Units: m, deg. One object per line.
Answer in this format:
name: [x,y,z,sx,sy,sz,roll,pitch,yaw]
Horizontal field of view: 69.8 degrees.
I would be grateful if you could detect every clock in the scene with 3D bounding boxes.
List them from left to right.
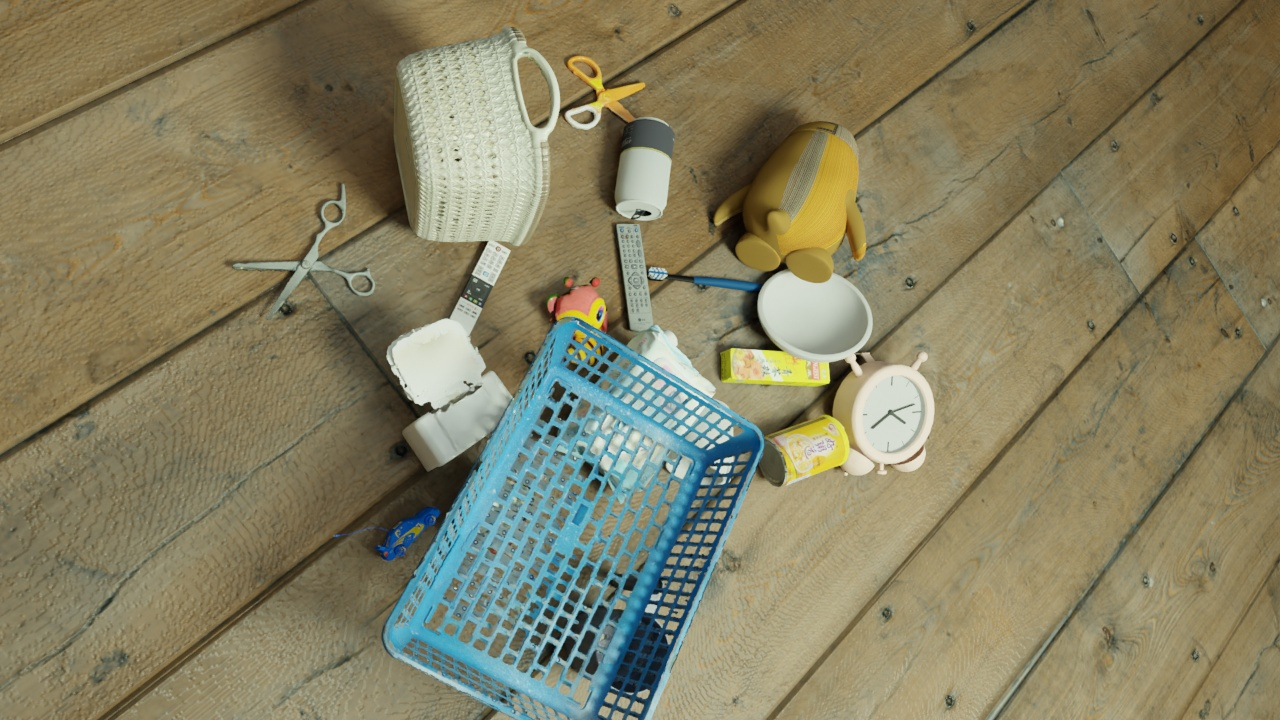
clock: [0.315,0.069,1.214,0.131,0.086,0.160,-1,90,-23]

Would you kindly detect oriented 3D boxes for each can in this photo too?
can: [-0.150,0.160,0.973,0.043,0.086,0.086,28,70,-17]
can: [0.004,-0.230,1.128,0.064,0.064,0.127,13,75,-22]
can: [0.203,0.113,1.151,0.104,0.068,0.067,-16,87,-26]

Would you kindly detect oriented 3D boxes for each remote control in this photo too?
remote control: [-0.186,-0.079,1.043,0.028,0.012,0.124,29,70,-17]
remote control: [-0.008,-0.102,1.126,0.033,0.013,0.136,-4,82,-24]

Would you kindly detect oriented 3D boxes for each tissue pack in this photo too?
tissue pack: [-0.005,0.062,1.049,0.112,0.070,0.181,46,72,-26]

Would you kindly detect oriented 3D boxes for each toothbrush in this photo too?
toothbrush: [0.085,-0.101,1.168,0.167,0.014,0.014,5,67,-23]

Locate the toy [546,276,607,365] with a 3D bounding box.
toy: [-0.069,-0.045,1.071,0.084,0.046,0.103,-5,92,-47]

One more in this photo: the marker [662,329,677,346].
marker: [-0.007,0.006,1.101,0.125,0.025,0.025,-38,97,-25]

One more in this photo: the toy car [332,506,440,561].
toy car: [-0.261,0.169,0.949,0.091,0.033,0.062,-47,107,-24]

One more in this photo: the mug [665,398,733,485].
mug: [0.086,0.103,1.109,0.107,0.071,0.089,44,53,-41]

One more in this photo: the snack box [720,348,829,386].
snack box: [0.173,0.010,1.179,0.147,0.029,0.040,3,79,-24]

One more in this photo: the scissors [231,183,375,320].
scissors: [-0.348,-0.115,0.977,0.141,0.014,0.173,18,72,-24]

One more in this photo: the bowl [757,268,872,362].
bowl: [0.221,-0.052,1.188,0.149,0.043,0.149,3,55,-5]

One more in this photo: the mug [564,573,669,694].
mug: [-0.022,0.291,0.997,0.083,0.104,0.123,24,71,-18]

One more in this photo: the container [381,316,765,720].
container: [-0.059,0.170,0.906,0.257,0.089,0.361,31,66,-10]

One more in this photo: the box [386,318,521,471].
box: [-0.208,0.029,0.951,0.108,0.126,0.137,-38,95,-25]

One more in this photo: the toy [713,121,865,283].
toy: [0.214,-0.215,1.187,0.199,0.163,0.203,16,66,21]

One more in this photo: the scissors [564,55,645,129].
scissors: [-0.048,-0.326,1.151,0.125,0.011,0.127,37,69,-12]

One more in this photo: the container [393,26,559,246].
container: [-0.175,-0.221,0.955,0.142,0.247,0.184,-10,80,-17]
